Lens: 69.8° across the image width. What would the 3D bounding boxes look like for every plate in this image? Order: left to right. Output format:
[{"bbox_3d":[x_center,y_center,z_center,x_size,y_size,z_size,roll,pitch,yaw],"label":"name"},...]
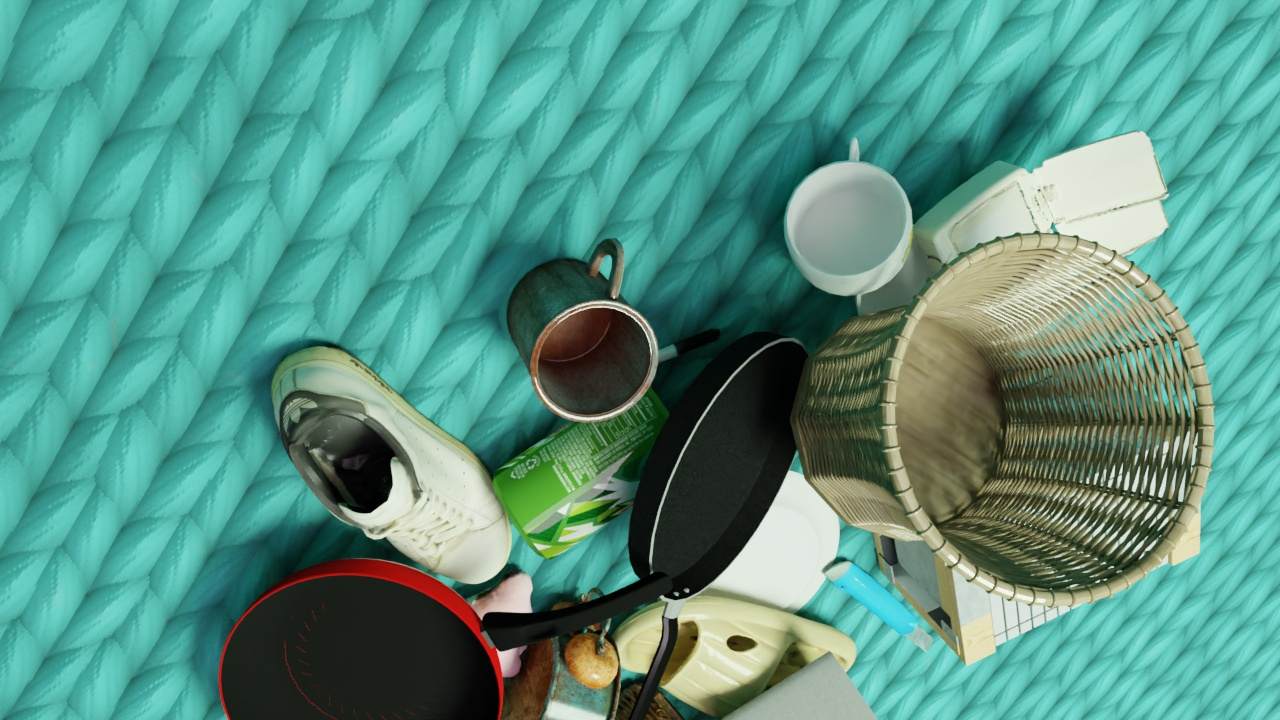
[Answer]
[{"bbox_3d":[0.104,0.188,0.856,0.188,0.016,0.189,-7,115,-16],"label":"plate"}]

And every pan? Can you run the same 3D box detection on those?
[{"bbox_3d":[-0.142,0.215,0.685,0.356,0.067,0.209,-24,108,8],"label":"pan"},{"bbox_3d":[0.043,0.143,0.730,0.225,0.034,0.356,6,108,-59],"label":"pan"}]

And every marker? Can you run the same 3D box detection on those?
[{"bbox_3d":[-0.004,0.004,0.741,0.152,0.011,0.011,-22,118,-8],"label":"marker"}]

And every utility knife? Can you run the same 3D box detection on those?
[{"bbox_3d":[0.249,0.252,0.934,0.031,0.015,0.196,-44,119,7],"label":"utility knife"}]

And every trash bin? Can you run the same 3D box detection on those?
[{"bbox_3d":[0.161,0.378,0.851,0.114,0.114,0.229,-29,146,-8],"label":"trash bin"},{"bbox_3d":[0.355,0.133,0.844,0.246,0.142,0.142,-22,118,-8],"label":"trash bin"}]

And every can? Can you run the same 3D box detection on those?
[{"bbox_3d":[-0.036,0.085,0.724,0.144,0.083,0.083,-33,119,-3],"label":"can"}]

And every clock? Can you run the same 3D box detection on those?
[{"bbox_3d":[-0.058,0.271,0.781,0.073,0.121,0.158,23,98,-21],"label":"clock"}]

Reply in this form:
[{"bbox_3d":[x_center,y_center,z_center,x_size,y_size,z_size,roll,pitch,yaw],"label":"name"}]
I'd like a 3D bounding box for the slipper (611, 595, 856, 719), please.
[{"bbox_3d":[0.100,0.283,0.849,0.261,0.079,0.112,16,124,-27],"label":"slipper"}]

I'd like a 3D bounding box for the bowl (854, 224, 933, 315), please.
[{"bbox_3d":[0.221,-0.067,0.768,0.109,0.040,0.110,-7,114,-15],"label":"bowl"}]

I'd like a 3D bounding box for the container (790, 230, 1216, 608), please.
[{"bbox_3d":[0.230,0.041,0.646,0.226,0.196,0.226,1,85,-12],"label":"container"}]

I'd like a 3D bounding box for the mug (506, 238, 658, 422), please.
[{"bbox_3d":[-0.040,-0.032,0.659,0.096,0.110,0.123,14,107,-29],"label":"mug"}]

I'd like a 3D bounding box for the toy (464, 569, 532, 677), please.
[{"bbox_3d":[-0.131,0.231,0.775,0.102,0.050,0.093,-20,109,-13],"label":"toy"}]

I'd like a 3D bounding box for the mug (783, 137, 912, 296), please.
[{"bbox_3d":[0.159,-0.109,0.698,0.094,0.068,0.115,4,85,17],"label":"mug"}]

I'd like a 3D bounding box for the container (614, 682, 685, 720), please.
[{"bbox_3d":[0.007,0.427,0.809,0.183,0.250,0.162,-40,120,-8],"label":"container"}]

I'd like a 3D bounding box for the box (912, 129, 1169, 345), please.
[{"bbox_3d":[0.322,-0.097,0.730,0.186,0.065,0.145,-30,119,19],"label":"box"}]

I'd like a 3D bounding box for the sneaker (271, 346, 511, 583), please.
[{"bbox_3d":[-0.172,0.096,0.672,0.089,0.102,0.241,-38,120,0],"label":"sneaker"}]
